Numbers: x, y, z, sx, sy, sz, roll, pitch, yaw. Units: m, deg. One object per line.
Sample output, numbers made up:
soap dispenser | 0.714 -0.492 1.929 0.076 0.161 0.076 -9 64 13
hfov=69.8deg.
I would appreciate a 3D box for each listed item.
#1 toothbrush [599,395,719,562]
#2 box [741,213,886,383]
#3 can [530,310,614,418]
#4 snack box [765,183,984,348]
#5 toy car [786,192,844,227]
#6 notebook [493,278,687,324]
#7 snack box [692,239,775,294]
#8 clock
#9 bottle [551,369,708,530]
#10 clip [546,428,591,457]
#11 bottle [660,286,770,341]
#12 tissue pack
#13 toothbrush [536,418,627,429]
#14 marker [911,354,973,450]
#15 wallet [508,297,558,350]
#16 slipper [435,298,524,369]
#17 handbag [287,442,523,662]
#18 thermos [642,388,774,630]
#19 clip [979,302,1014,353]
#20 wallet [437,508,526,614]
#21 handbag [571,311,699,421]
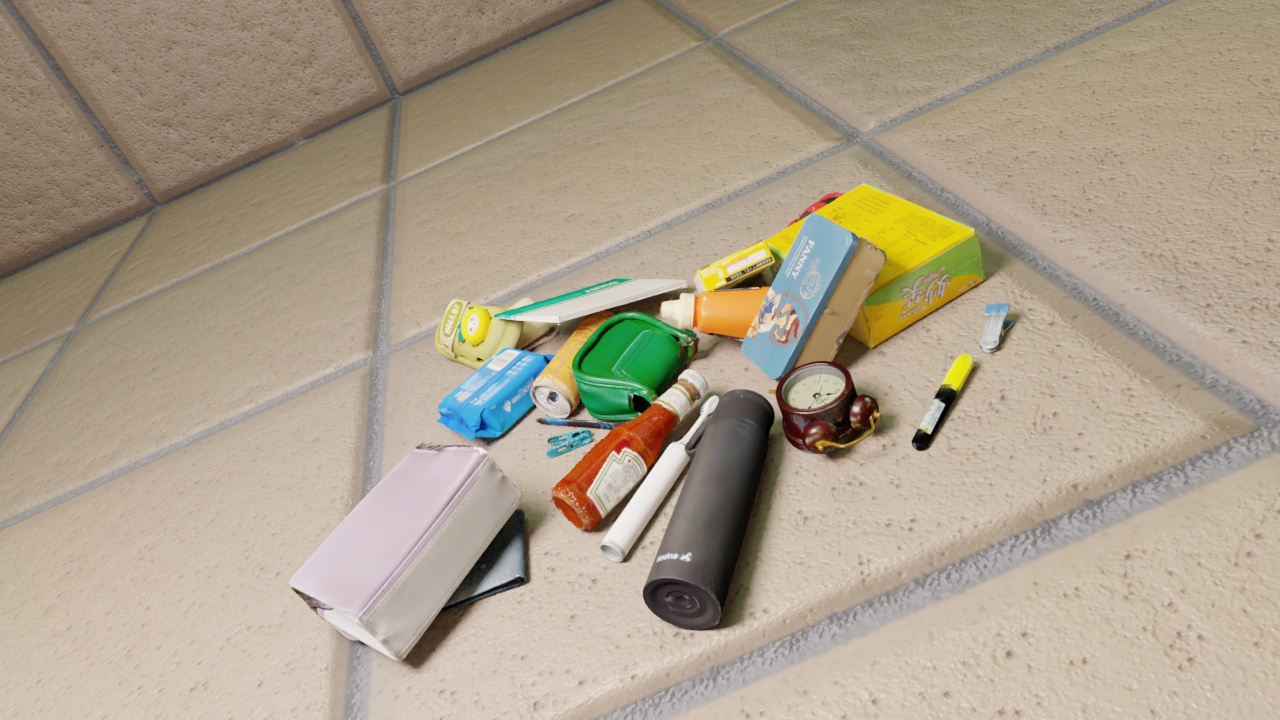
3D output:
toothbrush | 0.026 0.110 0.922 0.026 0.027 0.220 -26 21 51
box | 0.180 -0.064 0.950 0.090 0.059 0.184 45 115 56
can | -0.073 0.002 1.117 0.058 0.058 0.145 1 41 35
snack box | 0.261 -0.115 1.052 0.157 0.070 0.210 -31 32 -8
toy car | 0.235 -0.188 1.214 0.106 0.031 0.049 -37 33 -16
notebook | -0.064 -0.079 1.188 0.208 0.012 0.151 -20 17 -37
snack box | 0.111 -0.108 1.116 0.087 0.033 0.140 -25 -2 2
clock | 0.179 0.049 0.882 0.082 0.055 0.122 -29 34 -7
bottle | -0.005 0.085 0.945 0.060 0.060 0.205 16 52 46
clip | -0.081 0.092 1.035 0.056 0.014 0.039 -18 33 13
bottle | 0.097 -0.053 1.037 0.149 0.067 0.066 4 36 2
tissue pack | -0.174 0.041 1.134 0.095 0.052 0.156 13 48 47
toothbrush | -0.046 0.074 1.037 0.190 0.014 0.016 0 56 34
marker | 0.285 0.040 0.865 0.018 0.015 0.123 8 47 42
wallet | -0.172 -0.045 1.286 0.087 0.024 0.115 -34 36 -8
slipper | -0.238 -0.039 1.250 0.191 0.081 0.091 6 76 49
handbag | -0.229 0.179 0.901 0.145 0.098 0.196 9 50 42
thermos | 0.062 0.130 0.842 0.090 0.068 0.241 -24 26 35
clip | 0.353 -0.029 0.915 0.027 0.045 0.058 4 47 36
wallet | -0.171 0.206 0.927 0.121 0.019 0.097 -23 32 7
handbag | -0.006 0.006 1.056 0.120 0.068 0.131 6 42 32
